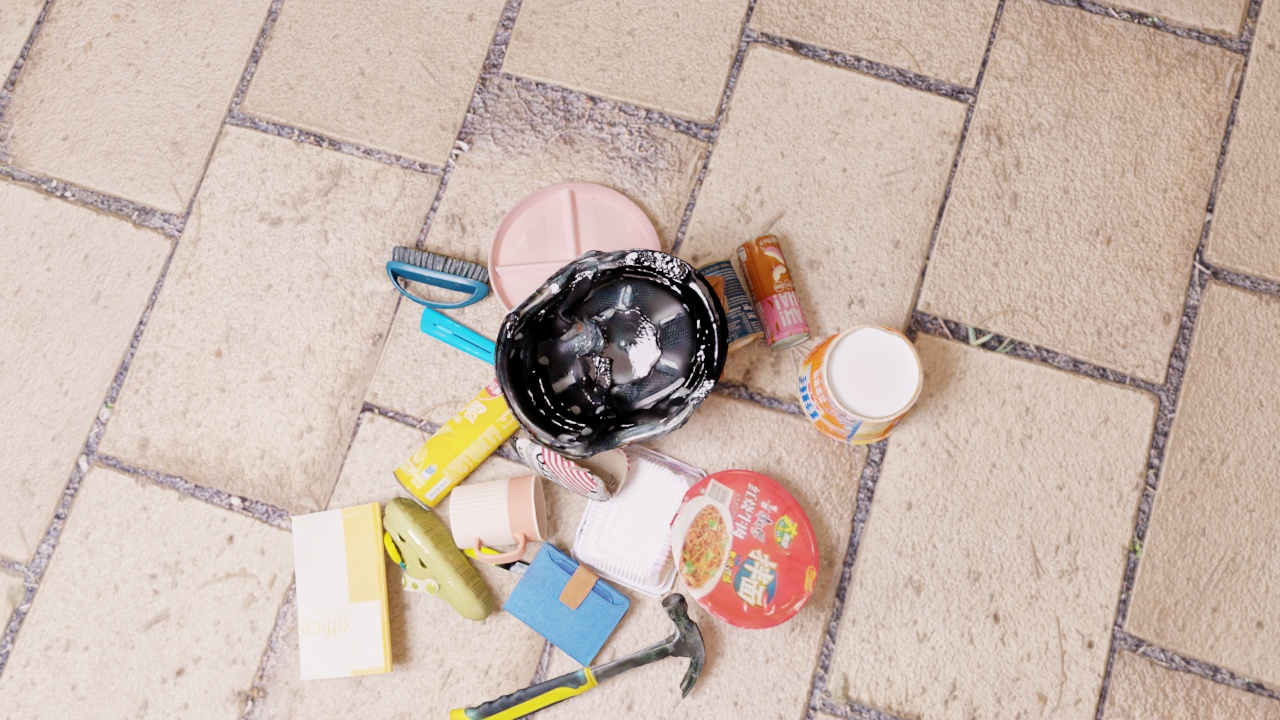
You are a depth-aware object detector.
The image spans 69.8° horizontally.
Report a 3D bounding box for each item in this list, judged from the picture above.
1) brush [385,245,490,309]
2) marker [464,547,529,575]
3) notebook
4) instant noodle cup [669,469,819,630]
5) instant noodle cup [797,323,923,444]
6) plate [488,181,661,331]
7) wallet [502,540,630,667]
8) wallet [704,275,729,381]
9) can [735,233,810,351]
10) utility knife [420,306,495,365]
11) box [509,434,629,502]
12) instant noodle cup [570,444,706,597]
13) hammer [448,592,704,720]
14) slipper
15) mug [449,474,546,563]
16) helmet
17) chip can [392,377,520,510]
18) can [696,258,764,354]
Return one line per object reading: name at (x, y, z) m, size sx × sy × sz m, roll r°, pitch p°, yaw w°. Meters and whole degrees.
brush at (-0.271, -0.106, 1.222) m, size 0.144 × 0.055 × 0.073 m, roll 14°, pitch 78°, yaw 5°
marker at (-0.165, 0.259, 1.168) m, size 0.124 × 0.015 × 0.018 m, roll 19°, pitch 84°, yaw 3°
notebook at (-0.374, 0.288, 1.145) m, size 0.146 × 0.010 × 0.206 m, roll -12°, pitch 78°, yaw 24°
instant noodle cup at (0.116, 0.231, 1.110) m, size 0.193 × 0.066 × 0.193 m, roll 9°, pitch 64°, yaw -19°
instant noodle cup at (0.278, 0.025, 1.144) m, size 0.151 × 0.111 × 0.151 m, roll 0°, pitch 79°, yaw 2°
plate at (-0.086, -0.130, 1.222) m, size 0.229 × 0.028 × 0.229 m, roll 1°, pitch 73°, yaw -2°
wallet at (-0.091, 0.302, 1.137) m, size 0.133 × 0.040 × 0.106 m, roll 35°, pitch 94°, yaw 5°
wallet at (0.061, -0.040, 1.155) m, size 0.108 × 0.031 × 0.132 m, roll 3°, pitch 97°, yaw 33°
can at (0.173, -0.089, 1.198) m, size 0.058 × 0.058 × 0.147 m, roll -17°, pitch 79°, yaw -1°
utility knife at (-0.224, -0.023, 1.223) m, size 0.159 × 0.018 × 0.034 m, roll 26°, pitch 80°, yaw 6°
box at (-0.083, 0.117, 1.143) m, size 0.163 × 0.076 × 0.087 m, roll 17°, pitch 54°, yaw 37°
instant noodle cup at (-0.002, 0.196, 1.150) m, size 0.138 × 0.060 × 0.173 m, roll 21°, pitch 79°, yaw 6°
hammer at (-0.075, 0.393, 1.112) m, size 0.323 × 0.032 × 0.126 m, roll -22°, pitch 105°, yaw 4°
slipper at (-0.264, 0.257, 1.135) m, size 0.081 × 0.091 × 0.190 m, roll -41°, pitch 82°, yaw -1°
mug at (-0.176, 0.201, 1.135) m, size 0.106 × 0.082 × 0.114 m, roll -8°, pitch 44°, yaw 3°
helmet at (-0.031, -0.011, 1.101) m, size 0.274 × 0.157 × 0.230 m, roll -30°, pitch 92°, yaw 4°
chip can at (-0.213, 0.095, 1.172) m, size 0.213 × 0.072 × 0.072 m, roll -44°, pitch 80°, yaw -6°
can at (0.105, -0.066, 1.187) m, size 0.075 × 0.075 × 0.111 m, roll -24°, pitch 79°, yaw -2°
